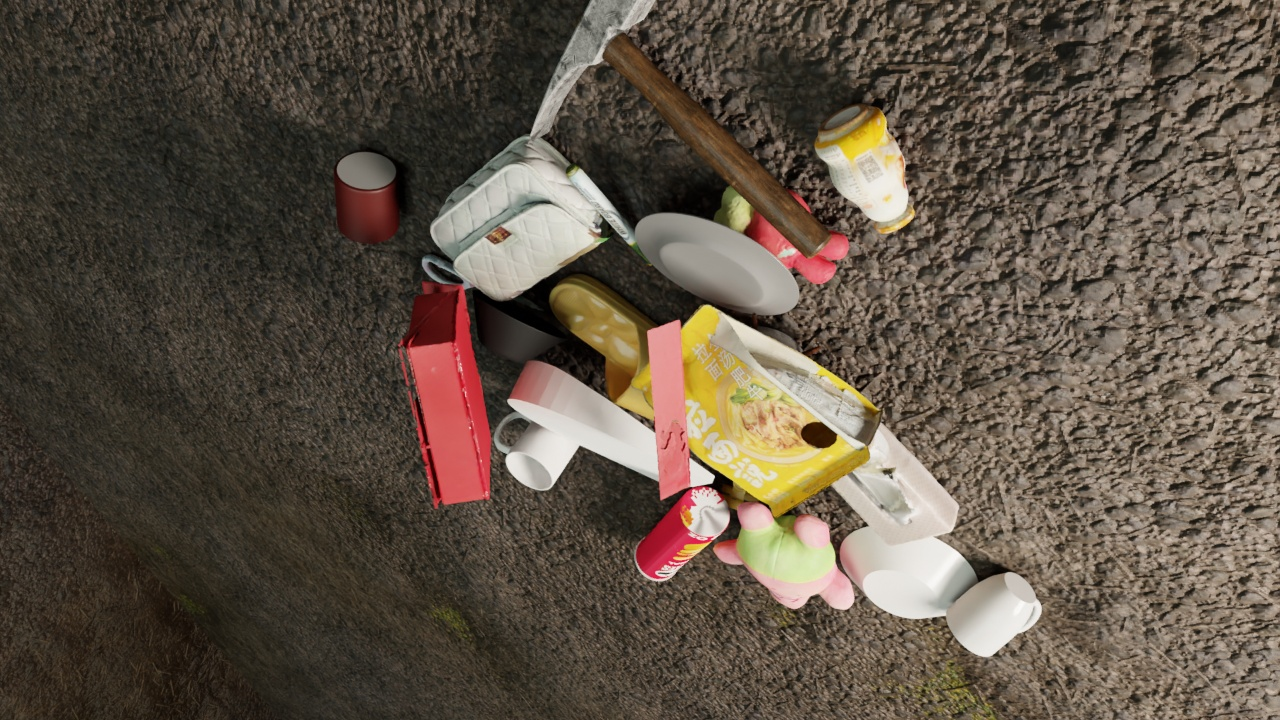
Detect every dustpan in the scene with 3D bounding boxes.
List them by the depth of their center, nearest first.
[{"bbox_3d":[-0.039,0.082,1.160,0.257,0.053,0.192,25,166,-5],"label":"dustpan"}]

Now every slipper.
[{"bbox_3d":[-0.006,0.006,1.077,0.263,0.078,0.100,41,140,-5],"label":"slipper"}]

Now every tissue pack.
[{"bbox_3d":[0.268,0.136,1.035,0.181,0.071,0.104,49,139,-12],"label":"tissue pack"}]

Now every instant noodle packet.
[{"bbox_3d":[0.112,0.049,0.959,0.221,0.084,0.163,35,138,-7],"label":"instant noodle packet"}]

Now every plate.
[{"bbox_3d":[0.073,-0.090,0.922,0.178,0.012,0.178,24,163,8],"label":"plate"},{"bbox_3d":[0.331,0.280,1.155,0.174,0.036,0.174,19,138,18],"label":"plate"}]

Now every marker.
[{"bbox_3d":[-0.029,-0.150,0.955,0.017,0.017,0.146,-9,139,39],"label":"marker"}]

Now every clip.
[{"bbox_3d":[0.129,0.172,1.196,0.054,0.046,0.048,19,171,18],"label":"clip"}]

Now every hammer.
[{"bbox_3d":[0.038,-0.186,0.850,0.300,0.036,0.218,45,140,2],"label":"hammer"}]

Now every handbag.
[{"bbox_3d":[-0.136,-0.146,1.005,0.139,0.072,0.195,43,137,-21],"label":"handbag"}]

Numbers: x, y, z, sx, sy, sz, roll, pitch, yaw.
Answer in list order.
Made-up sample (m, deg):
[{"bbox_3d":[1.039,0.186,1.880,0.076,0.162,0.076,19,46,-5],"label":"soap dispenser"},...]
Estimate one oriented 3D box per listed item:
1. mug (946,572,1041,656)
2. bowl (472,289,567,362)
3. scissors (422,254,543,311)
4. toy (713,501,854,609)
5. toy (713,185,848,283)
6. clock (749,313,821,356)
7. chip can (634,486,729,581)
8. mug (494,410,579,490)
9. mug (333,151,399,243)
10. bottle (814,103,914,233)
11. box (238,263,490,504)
[{"bbox_3d":[0.435,0.298,1.090,0.107,0.071,0.090,15,127,-23],"label":"mug"},{"bbox_3d":[-0.154,-0.032,1.088,0.124,0.124,0.052,29,96,6],"label":"bowl"},{"bbox_3d":[-0.203,-0.106,1.147,0.176,0.013,0.171,9,136,23],"label":"scissors"},{"bbox_3d":[0.190,0.268,1.199,0.192,0.096,0.237,16,147,25],"label":"toy"},{"bbox_3d":[0.132,-0.122,0.879,0.135,0.045,0.092,27,133,16],"label":"toy"},{"bbox_3d":[0.126,0.019,1.014,0.104,0.056,0.148,26,142,-3],"label":"clock"},{"bbox_3d":[0.053,0.240,1.250,0.069,0.069,0.221,33,149,1],"label":"chip can"},{"bbox_3d":[-0.147,0.113,1.266,0.110,0.090,0.074,26,140,9],"label":"mug"},{"bbox_3d":[-0.334,-0.205,1.099,0.105,0.073,0.083,52,147,26],"label":"mug"},{"bbox_3d":[0.196,-0.162,0.784,0.063,0.063,0.108,-13,122,41],"label":"bottle"},{"bbox_3d":[-0.315,0.018,1.075,0.375,0.147,0.213,12,124,25],"label":"box"}]
